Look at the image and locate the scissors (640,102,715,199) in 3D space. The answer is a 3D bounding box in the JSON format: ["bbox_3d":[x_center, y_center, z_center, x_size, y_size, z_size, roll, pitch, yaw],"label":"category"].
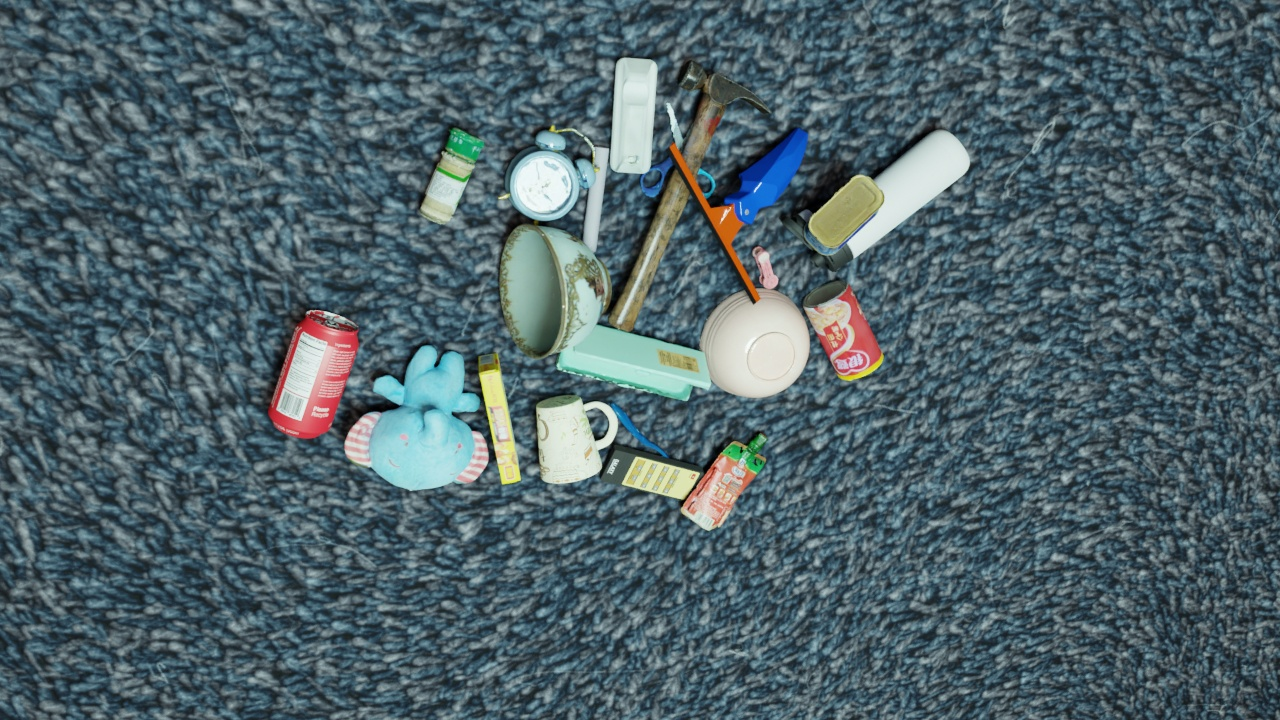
[{"bbox_3d":[0.042,-0.253,1.133,0.117,0.014,0.130,-18,111,-4],"label":"scissors"}]

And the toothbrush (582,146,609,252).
[{"bbox_3d":[-0.061,-0.169,1.136,0.019,0.018,0.188,7,107,-3],"label":"toothbrush"}]

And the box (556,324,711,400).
[{"bbox_3d":[-0.006,0.007,1.168,0.188,0.091,0.077,15,103,-17],"label":"box"}]

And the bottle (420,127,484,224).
[{"bbox_3d":[-0.222,-0.215,1.074,0.042,0.042,0.110,22,103,-18],"label":"bottle"}]

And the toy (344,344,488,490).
[{"bbox_3d":[-0.261,0.075,1.134,0.183,0.115,0.180,15,93,-26],"label":"toy"}]

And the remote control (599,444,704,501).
[{"bbox_3d":[0.016,0.155,1.255,0.133,0.013,0.058,16,120,-16],"label":"remote control"}]

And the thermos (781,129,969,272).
[{"bbox_3d":[0.301,-0.213,1.178,0.230,0.068,0.101,-38,99,3],"label":"thermos"}]

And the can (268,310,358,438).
[{"bbox_3d":[-0.390,0.017,1.098,0.074,0.074,0.142,19,103,-17],"label":"can"}]

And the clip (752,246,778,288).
[{"bbox_3d":[0.164,-0.121,1.193,0.023,0.043,0.060,-22,98,-1],"label":"clip"}]

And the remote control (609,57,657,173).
[{"bbox_3d":[-0.008,-0.293,1.101,0.050,0.022,0.133,2,106,-6],"label":"remote control"}]

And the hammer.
[{"bbox_3d":[0.045,-0.187,1.129,0.120,0.033,0.330,21,99,-18],"label":"hammer"}]

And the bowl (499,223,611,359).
[{"bbox_3d":[-0.093,-0.085,1.098,0.093,0.160,0.160,-8,111,-34],"label":"bowl"}]

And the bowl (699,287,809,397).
[{"bbox_3d":[0.159,-0.014,1.205,0.153,0.076,0.153,-4,109,-11],"label":"bowl"}]

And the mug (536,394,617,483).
[{"bbox_3d":[-0.081,0.094,1.200,0.121,0.081,0.097,-17,105,-29],"label":"mug"}]

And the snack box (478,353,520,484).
[{"bbox_3d":[-0.178,0.073,1.161,0.025,0.075,0.152,-11,110,-7],"label":"snack box"}]

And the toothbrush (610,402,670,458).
[{"bbox_3d":[0.000,0.102,1.240,0.016,0.021,0.132,-41,115,7],"label":"toothbrush"}]

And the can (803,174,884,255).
[{"bbox_3d":[0.249,-0.178,1.122,0.100,0.059,0.054,-44,85,3],"label":"can"}]

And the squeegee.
[{"bbox_3d":[0.150,-0.218,1.123,0.184,0.055,0.249,-51,129,-21],"label":"squeegee"}]

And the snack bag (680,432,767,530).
[{"bbox_3d":[0.125,0.164,1.275,0.087,0.044,0.155,31,99,-39],"label":"snack bag"}]

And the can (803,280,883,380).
[{"bbox_3d":[0.270,-0.040,1.224,0.066,0.066,0.124,-31,111,-1],"label":"can"}]

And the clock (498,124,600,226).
[{"bbox_3d":[-0.107,-0.220,1.092,0.089,0.051,0.124,42,96,-19],"label":"clock"}]
